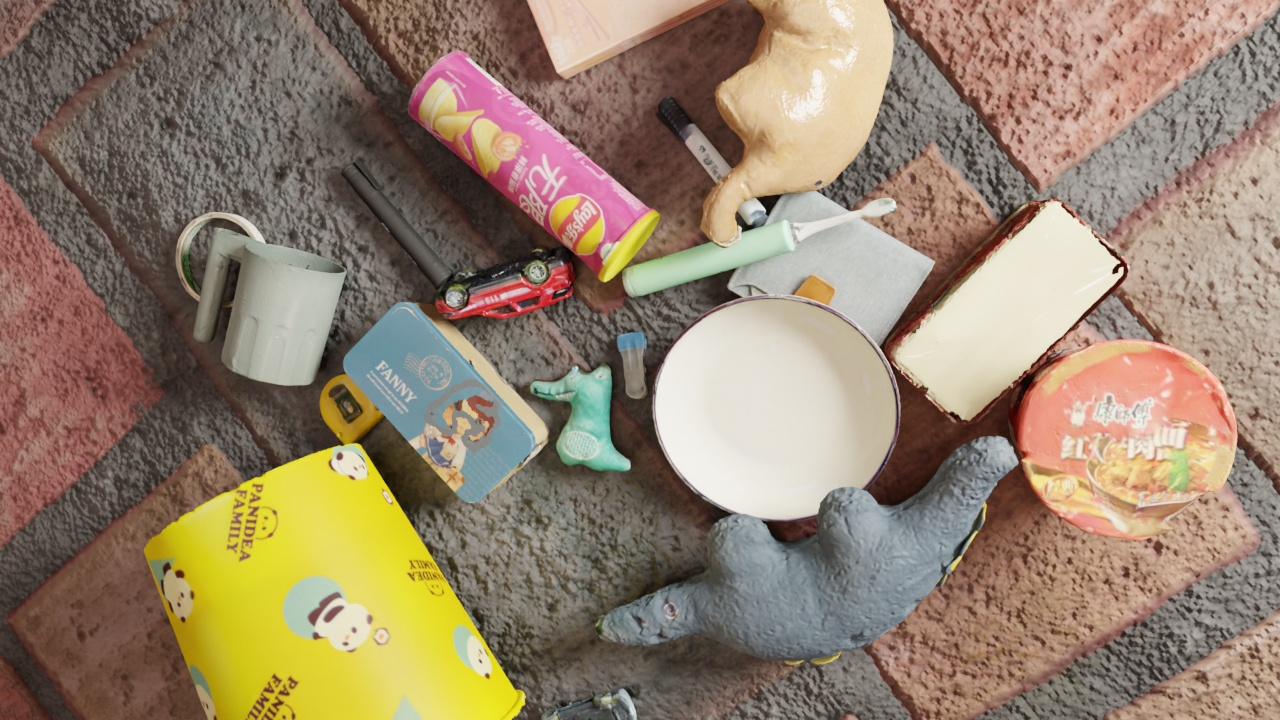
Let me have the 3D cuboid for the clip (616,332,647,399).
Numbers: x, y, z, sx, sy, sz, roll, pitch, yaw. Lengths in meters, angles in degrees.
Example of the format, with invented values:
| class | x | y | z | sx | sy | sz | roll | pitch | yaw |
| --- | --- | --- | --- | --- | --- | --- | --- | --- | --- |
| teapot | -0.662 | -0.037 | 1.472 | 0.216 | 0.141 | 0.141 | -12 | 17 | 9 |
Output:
| class | x | y | z | sx | sy | sz | roll | pitch | yaw |
| --- | --- | --- | --- | --- | --- | --- | --- | --- | --- |
| clip | -0.005 | 0.005 | 0.773 | 0.024 | 0.029 | 0.057 | -8 | 84 | 8 |

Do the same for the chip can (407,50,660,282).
| class | x | y | z | sx | sy | sz | roll | pitch | yaw |
| --- | --- | --- | --- | --- | --- | --- | --- | --- | --- |
| chip can | -0.086 | -0.156 | 0.741 | 0.210 | 0.071 | 0.071 | 40 | 101 | 4 |

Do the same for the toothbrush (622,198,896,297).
| class | x | y | z | sx | sy | sz | roll | pitch | yaw |
| --- | --- | --- | --- | --- | --- | --- | --- | --- | --- |
| toothbrush | 0.087 | -0.089 | 0.715 | 0.225 | 0.027 | 0.026 | -15 | 86 | 25 |

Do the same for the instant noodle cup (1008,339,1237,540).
| class | x | y | z | sx | sy | sz | roll | pitch | yaw |
| --- | --- | --- | --- | --- | --- | --- | --- | --- | --- |
| instant noodle cup | 0.336 | 0.047 | 0.671 | 0.138 | 0.108 | 0.138 | 1 | 97 | 9 |

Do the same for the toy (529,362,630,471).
| class | x | y | z | sx | sy | sz | roll | pitch | yaw |
| --- | --- | --- | --- | --- | --- | --- | --- | --- | --- |
| toy | -0.050 | 0.046 | 0.780 | 0.096 | 0.030 | 0.092 | 6 | 92 | 16 |

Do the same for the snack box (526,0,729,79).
| class | x | y | z | sx | sy | sz | roll | pitch | yaw |
| --- | --- | --- | --- | --- | --- | --- | --- | --- | --- |
| snack box | -0.011 | -0.299 | 0.734 | 0.157 | 0.026 | 0.084 | -22 | 92 | 12 |

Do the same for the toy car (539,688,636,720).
| class | x | y | z | sx | sy | sz | roll | pitch | yaw |
| --- | --- | --- | --- | --- | --- | --- | --- | --- | --- |
| toy car | -0.047 | 0.316 | 0.805 | 0.091 | 0.034 | 0.043 | -25 | 94 | 13 |

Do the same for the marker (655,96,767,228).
| class | x | y | z | sx | sy | sz | roll | pitch | yaw |
| --- | --- | --- | --- | --- | --- | --- | --- | --- | --- |
| marker | 0.056 | -0.158 | 0.733 | 0.130 | 0.018 | 0.023 | 54 | 129 | 11 |

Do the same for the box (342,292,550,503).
| class | x | y | z | sx | sy | sz | roll | pitch | yaw |
| --- | --- | --- | --- | --- | --- | --- | --- | --- | --- |
| box | -0.167 | 0.029 | 0.782 | 0.184 | 0.059 | 0.090 | 45 | 100 | 1 |

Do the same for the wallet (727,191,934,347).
| class | x | y | z | sx | sy | sz | roll | pitch | yaw |
| --- | --- | --- | --- | --- | --- | --- | --- | --- | --- |
| wallet | 0.147 | -0.066 | 0.727 | 0.130 | 0.037 | 0.107 | 33 | 101 | 7 |

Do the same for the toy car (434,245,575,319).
| class | x | y | z | sx | sy | sz | roll | pitch | yaw |
| --- | --- | --- | --- | --- | --- | --- | --- | --- | --- |
| toy car | -0.112 | -0.060 | 0.765 | 0.120 | 0.052 | 0.045 | -13 | 112 | 7 |

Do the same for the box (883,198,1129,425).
| class | x | y | z | sx | sy | sz | roll | pitch | yaw |
| --- | --- | --- | --- | --- | --- | --- | --- | --- | --- |
| box | 0.270 | -0.037 | 0.690 | 0.091 | 0.076 | 0.168 | 44 | 101 | 2 |

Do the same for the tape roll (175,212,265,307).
| class | x | y | z | sx | sy | sz | roll | pitch | yaw |
| --- | --- | --- | --- | --- | --- | --- | --- | --- | --- |
| tape roll | -0.377 | -0.090 | 0.827 | 0.086 | 0.014 | 0.086 | 1 | 96 | 10 |

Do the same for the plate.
| class | x | y | z | sx | sy | sz | roll | pitch | yaw |
| --- | --- | --- | --- | --- | --- | --- | --- | --- | --- |
| plate | 0.106 | 0.036 | 0.731 | 0.192 | 0.039 | 0.193 | 4 | 111 | 11 |

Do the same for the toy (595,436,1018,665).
| class | x | y | z | sx | sy | sz | roll | pitch | yaw |
| --- | --- | --- | --- | --- | --- | --- | --- | --- | --- |
| toy | 0.134 | 0.171 | 0.719 | 0.357 | 0.091 | 0.138 | -26 | 119 | 19 |

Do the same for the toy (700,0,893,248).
| class | x | y | z | sx | sy | sz | roll | pitch | yaw |
| --- | --- | --- | --- | --- | --- | --- | --- | --- | --- |
| toy | 0.116 | -0.188 | 0.683 | 0.143 | 0.082 | 0.226 | 11 | 94 | -21 |

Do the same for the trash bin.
| class | x | y | z | sx | sy | sz | roll | pitch | yaw |
| --- | --- | --- | --- | --- | --- | --- | --- | --- | --- |
| trash bin | -0.253 | 0.221 | 0.743 | 0.230 | 0.229 | 0.255 | -30 | 85 | 11 |

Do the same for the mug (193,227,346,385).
| class | x | y | z | sx | sy | sz | roll | pitch | yaw |
| --- | --- | --- | --- | --- | --- | --- | --- | --- | --- |
| mug | -0.325 | -0.047 | 0.791 | 0.124 | 0.083 | 0.103 | 20 | 101 | 12 |

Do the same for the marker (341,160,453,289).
| class | x | y | z | sx | sy | sz | roll | pitch | yaw |
| --- | --- | --- | --- | --- | --- | --- | --- | --- | --- |
| marker | -0.209 | -0.117 | 0.793 | 0.022 | 0.020 | 0.132 | -41 | 88 | 20 |

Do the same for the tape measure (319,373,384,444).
| class | x | y | z | sx | sy | sz | roll | pitch | yaw |
| --- | --- | --- | --- | --- | --- | --- | --- | --- | --- |
| tape measure | -0.256 | 0.040 | 0.813 | 0.060 | 0.029 | 0.057 | -41 | 88 | 11 |
